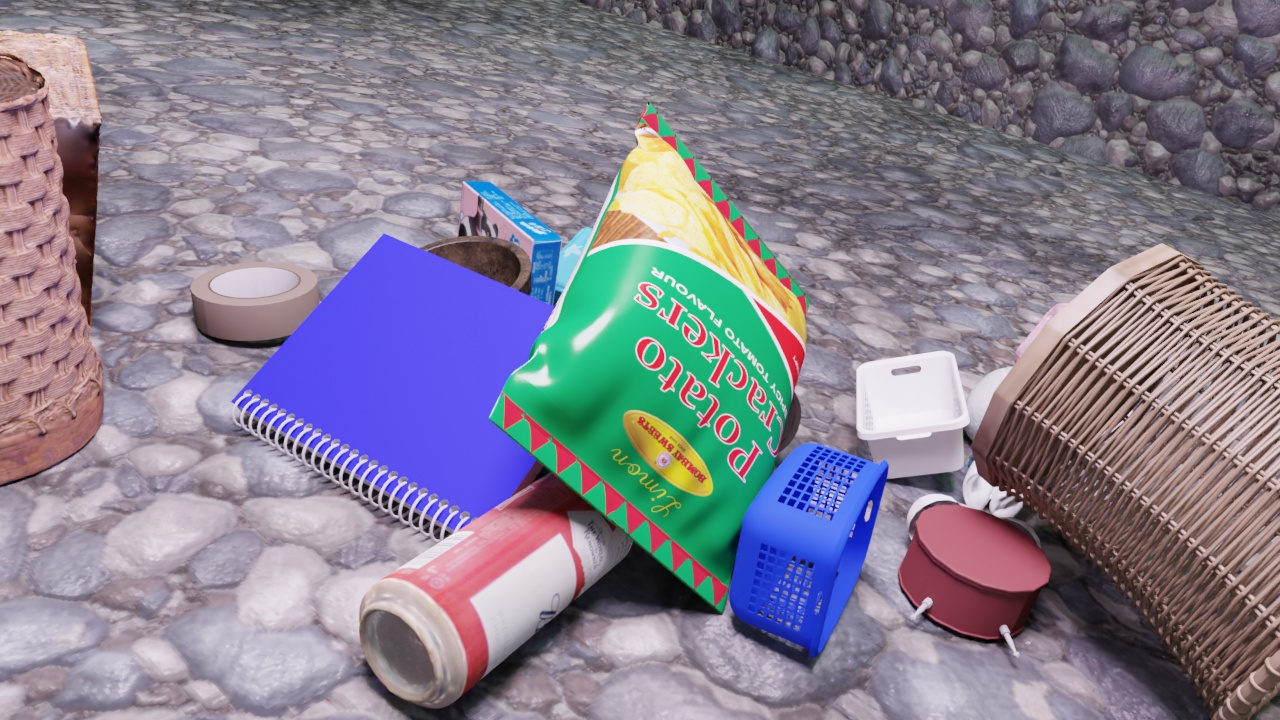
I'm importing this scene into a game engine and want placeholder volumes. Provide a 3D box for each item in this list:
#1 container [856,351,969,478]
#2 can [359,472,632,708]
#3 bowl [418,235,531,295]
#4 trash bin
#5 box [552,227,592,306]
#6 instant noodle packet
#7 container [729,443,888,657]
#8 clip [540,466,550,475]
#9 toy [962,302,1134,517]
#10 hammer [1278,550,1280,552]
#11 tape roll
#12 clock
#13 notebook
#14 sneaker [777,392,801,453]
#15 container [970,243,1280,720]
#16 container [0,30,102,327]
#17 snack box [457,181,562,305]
[{"bbox_3d":[0.216,0.044,0.729,0.081,0.049,0.129,-9,22,17],"label":"container"},{"bbox_3d":[-0.067,0.111,0.488,0.067,0.067,0.169,25,29,24],"label":"can"},{"bbox_3d":[-0.149,-0.050,0.774,0.121,0.056,0.121,-3,38,2],"label":"bowl"},{"bbox_3d":[-0.394,-0.052,0.514,0.151,0.210,0.151,9,28,-5],"label":"trash bin"},{"bbox_3d":[0.038,-0.068,0.885,0.227,0.074,0.180,23,30,22],"label":"box"},{"bbox_3d":[0.027,-0.008,0.560,0.091,0.195,0.252,-15,41,42],"label":"instant noodle packet"},{"bbox_3d":[0.098,0.105,0.539,0.058,0.096,0.114,18,27,22],"label":"container"},{"bbox_3d":[-0.081,0.030,0.617,0.127,0.113,0.028,9,20,25],"label":"clip"},{"bbox_3d":[0.305,0.061,0.744,0.204,0.131,0.106,-43,13,-35],"label":"toy"},{"bbox_3d":[0.534,0.204,0.529,0.033,0.132,0.330,-7,43,-35],"label":"hammer"},{"bbox_3d":[-0.306,-0.049,0.732,0.093,0.030,0.093,4,26,-2],"label":"tape roll"},{"bbox_3d":[0.214,0.129,0.593,0.087,0.044,0.124,18,27,12],"label":"clock"},{"bbox_3d":[-0.142,0.013,0.603,0.209,0.022,0.171,24,64,22],"label":"notebook"},{"bbox_3d":[-0.004,0.004,0.698,0.234,0.095,0.119,4,25,-9],"label":"sneaker"},{"bbox_3d":[0.338,0.062,0.538,0.226,0.227,0.196,-9,42,-35],"label":"container"},{"bbox_3d":[-0.447,-0.121,0.644,0.113,0.199,0.112,-6,43,-36],"label":"container"},{"bbox_3d":[-0.127,-0.102,0.856,0.033,0.088,0.154,-8,33,-33],"label":"snack box"}]
